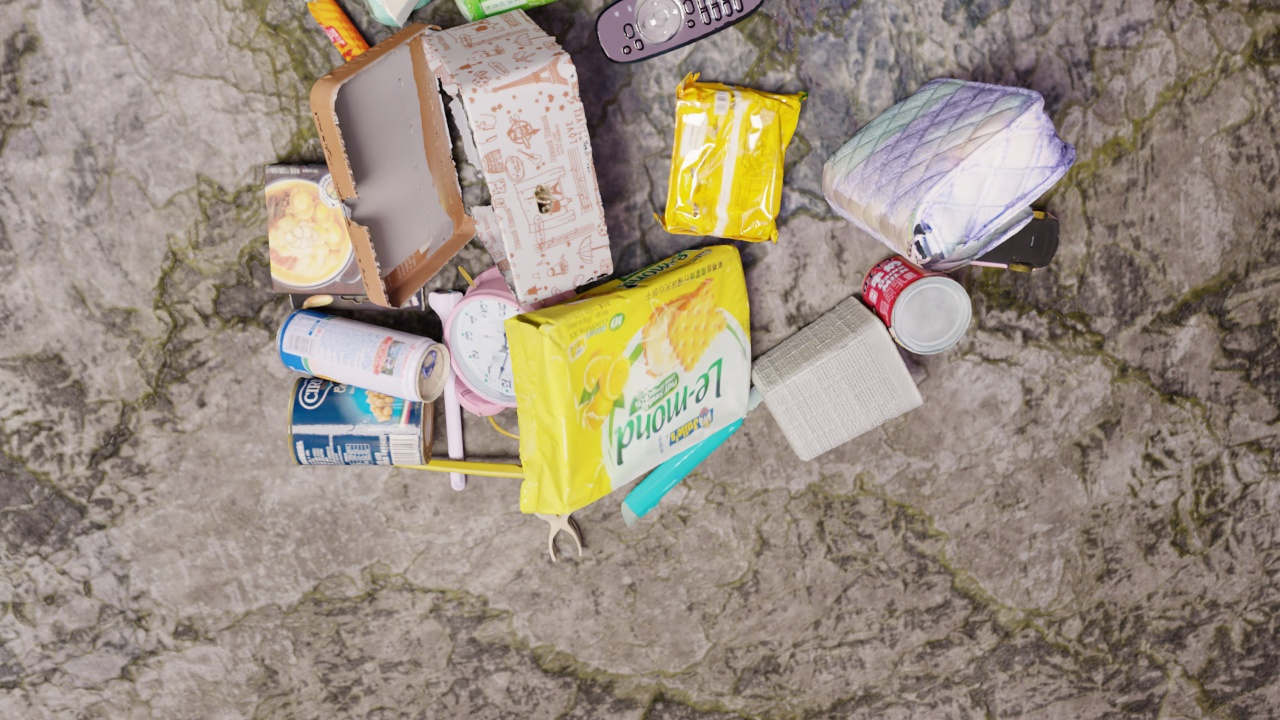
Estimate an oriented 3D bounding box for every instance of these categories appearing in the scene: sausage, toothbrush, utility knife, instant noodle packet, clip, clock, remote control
[{"bbox_3d":[-0.205,-0.218,0.718,0.021,0.021,0.165,-34,108,7],"label":"sausage"},{"bbox_3d":[-0.167,0.030,0.810,0.029,0.021,0.189,-1,111,-6],"label":"toothbrush"},{"bbox_3d":[-0.192,0.088,0.816,0.190,0.015,0.017,5,106,3],"label":"toothbrush"},{"bbox_3d":[0.057,0.078,0.845,0.208,0.013,0.029,-42,109,7],"label":"utility knife"},{"bbox_3d":[0.072,-0.164,0.746,0.110,0.044,0.128,4,113,-13],"label":"instant noodle packet"},{"bbox_3d":[-0.091,0.139,0.847,0.083,0.034,0.105,5,117,-9],"label":"clip"},{"bbox_3d":[-0.103,-0.001,0.762,0.117,0.059,0.159,11,122,18],"label":"clock"},{"bbox_3d":[0.031,-0.273,0.715,0.136,0.024,0.053,-20,111,4],"label":"remote control"}]

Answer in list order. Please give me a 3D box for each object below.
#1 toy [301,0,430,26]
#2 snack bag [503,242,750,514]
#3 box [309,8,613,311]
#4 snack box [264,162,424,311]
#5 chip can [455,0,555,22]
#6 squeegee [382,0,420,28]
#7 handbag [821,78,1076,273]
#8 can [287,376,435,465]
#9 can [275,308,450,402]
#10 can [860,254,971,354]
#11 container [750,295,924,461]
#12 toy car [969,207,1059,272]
[{"bbox_3d":[-0.207,-0.289,0.686,0.092,0.030,0.096,43,81,-13],"label":"toy"},{"bbox_3d":[-0.004,0.004,0.728,0.245,0.068,0.158,-24,121,-38],"label":"snack bag"},{"bbox_3d":[-0.139,-0.137,0.659,0.178,0.153,0.183,-22,131,-14],"label":"box"},{"bbox_3d":[-0.238,-0.097,0.747,0.113,0.053,0.126,0,104,-4],"label":"snack box"},{"bbox_3d":[-0.035,-0.310,0.672,0.221,0.072,0.072,-17,110,1],"label":"chip can"},{"bbox_3d":[-0.199,-0.396,0.624,0.246,0.039,0.246,32,80,-1],"label":"squeegee"},{"bbox_3d":[0.222,-0.141,0.686,0.134,0.193,0.075,-38,110,9],"label":"handbag"},{"bbox_3d":[-0.234,0.052,0.783,0.111,0.075,0.075,1,109,-5],"label":"can"},{"bbox_3d":[-0.226,-0.004,0.749,0.135,0.053,0.053,13,109,17],"label":"can"},{"bbox_3d":[0.228,-0.050,0.771,0.066,0.093,0.066,-1,109,-4],"label":"can"},{"bbox_3d":[0.163,0.018,0.791,0.114,0.090,0.090,-31,108,6],"label":"container"},{"bbox_3d":[0.295,-0.109,0.787,0.122,0.037,0.056,8,105,6],"label":"toy car"}]
